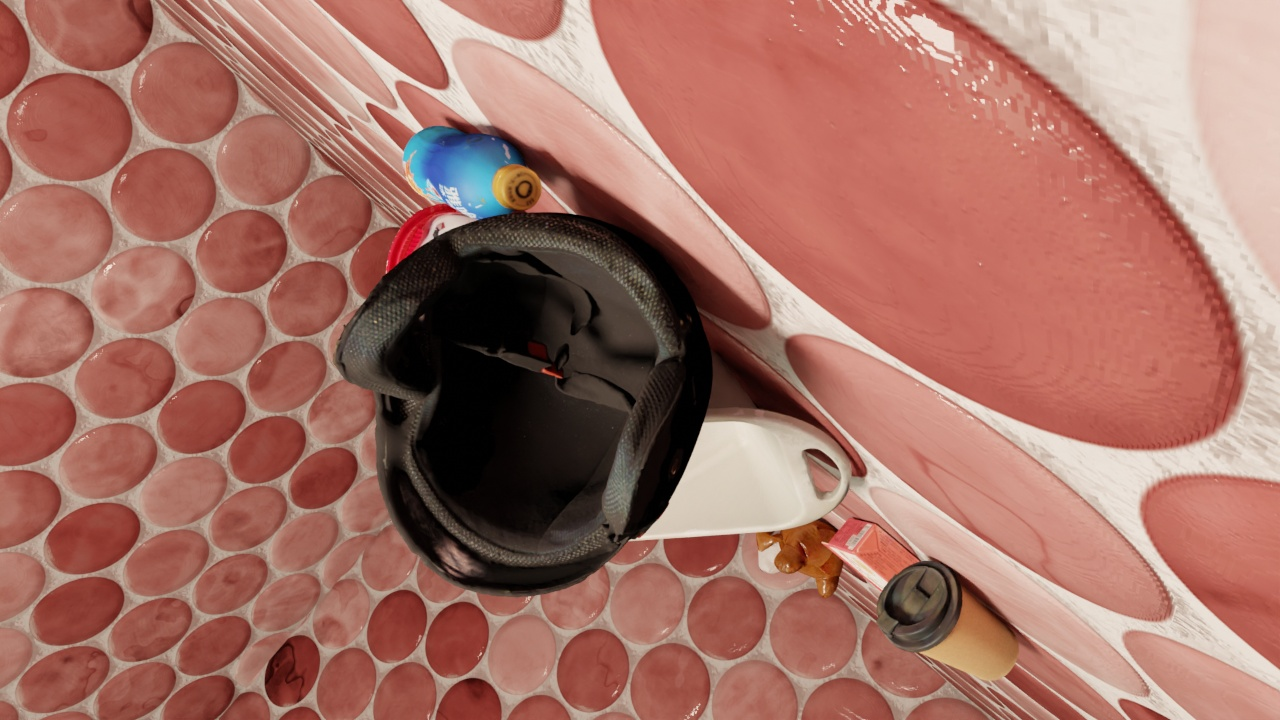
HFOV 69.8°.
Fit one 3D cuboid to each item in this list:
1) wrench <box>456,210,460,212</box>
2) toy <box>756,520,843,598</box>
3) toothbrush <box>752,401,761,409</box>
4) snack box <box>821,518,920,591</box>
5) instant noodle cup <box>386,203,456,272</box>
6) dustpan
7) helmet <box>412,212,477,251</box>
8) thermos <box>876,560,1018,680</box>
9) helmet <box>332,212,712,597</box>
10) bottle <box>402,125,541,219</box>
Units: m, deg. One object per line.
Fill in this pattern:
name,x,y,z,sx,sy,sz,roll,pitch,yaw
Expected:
wrench,-0.177,-0.081,1.076,0.056,0.016,0.273,-77,-28,-73
toy,0.232,0.280,1.396,0.140,0.130,0.199,36,-174,-22
toothbrush,0.058,0.008,0.920,0.189,0.016,0.014,39,169,20
snack box,0.280,0.234,1.055,0.113,0.044,0.127,40,173,0
instant noodle cup,-0.210,-0.098,1.116,0.066,0.193,0.194,0,146,43
dustpan,0.044,0.108,0.830,0.142,0.258,0.223,61,179,42
helmet,-0.158,-0.041,0.989,0.207,0.241,0.143,41,-154,10
thermos,0.310,0.266,0.920,0.143,0.093,0.093,35,177,-25
helmet,-0.068,0.026,0.660,0.233,0.275,0.229,30,-160,12
bottle,-0.131,-0.146,0.715,0.065,0.065,0.219,44,173,-31
